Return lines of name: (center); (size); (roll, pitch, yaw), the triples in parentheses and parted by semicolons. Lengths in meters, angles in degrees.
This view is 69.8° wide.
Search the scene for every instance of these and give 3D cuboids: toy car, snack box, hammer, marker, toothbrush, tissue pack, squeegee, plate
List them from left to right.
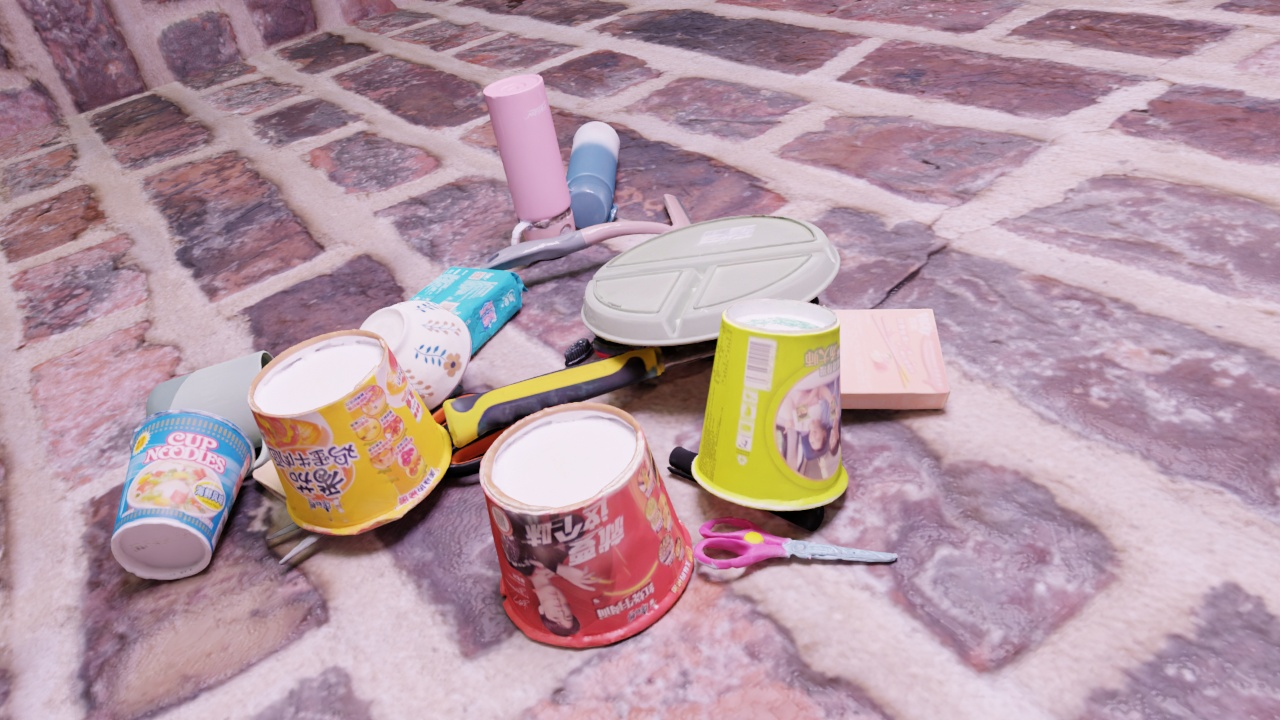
tissue pack: (-0.187, -0.049, 0.939); (0.093, 0.050, 0.133); (7, 38, 30)
squeegee: (-0.050, -0.127, 0.989); (0.249, 0.040, 0.247); (-9, 34, -7)
toothbrush: (-0.007, -0.057, 0.893); (0.014, 0.018, 0.188); (29, 61, 36)
hammer: (-0.005, 0.005, 0.771); (0.323, 0.032, 0.126); (-16, 47, -11)
toy car: (0.006, -0.038, 0.861); (0.053, 0.045, 0.120); (16, 50, 38)
plate: (0.056, -0.077, 0.800); (0.230, 0.027, 0.229); (-12, 27, 6)
marker: (0.073, 0.092, 0.667); (0.132, 0.020, 0.022); (19, 60, 40)
snack box: (0.157, -0.002, 0.727); (0.157, 0.026, 0.084); (0, 53, 2)

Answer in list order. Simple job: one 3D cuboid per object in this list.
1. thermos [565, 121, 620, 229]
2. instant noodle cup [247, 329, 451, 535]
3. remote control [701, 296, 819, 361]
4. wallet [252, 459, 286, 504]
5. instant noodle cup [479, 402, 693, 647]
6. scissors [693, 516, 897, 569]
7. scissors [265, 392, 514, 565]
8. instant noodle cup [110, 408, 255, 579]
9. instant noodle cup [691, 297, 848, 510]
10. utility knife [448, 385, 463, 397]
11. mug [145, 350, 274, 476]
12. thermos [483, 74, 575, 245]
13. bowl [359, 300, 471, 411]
thermos: (-0.061, -0.234, 1.161); (0.070, 0.070, 0.220); (-9, 34, 7)
instant noodle cup: (-0.229, 0.049, 0.714); (0.138, 0.110, 0.137); (-10, 35, 7)
remote control: (0.105, -0.040, 0.848); (0.136, 0.024, 0.053); (-28, 38, -21)
wallet: (-0.275, 0.079, 0.804); (0.087, 0.024, 0.114); (17, 45, 39)
instant noodle cup: (-0.041, 0.103, 0.609); (0.138, 0.109, 0.137); (-9, 34, 6)
scissors: (0.102, 0.125, 0.612); (0.133, 0.017, 0.056); (1, 27, 15)
scissors: (-0.198, 0.091, 0.765); (0.229, 0.022, 0.189); (-16, 30, 1)
instant noodle cup: (-0.369, 0.111, 0.734); (0.099, 0.099, 0.109); (-13, 41, 0)
instant noodle cup: (0.094, 0.024, 0.640); (0.111, 0.123, 0.111); (1, 19, -1)
utility knife: (-0.246, 0.034, 0.874); (0.166, 0.018, 0.030); (2, 42, 14)
mug: (-0.377, 0.058, 0.830); (0.106, 0.082, 0.111); (-18, 65, -8)
thermos: (-0.125, -0.206, 1.016); (0.067, 0.199, 0.087); (22, 45, 38)
bowl: (-0.217, -0.009, 0.831); (0.114, 0.062, 0.113); (-13, 59, 21)
